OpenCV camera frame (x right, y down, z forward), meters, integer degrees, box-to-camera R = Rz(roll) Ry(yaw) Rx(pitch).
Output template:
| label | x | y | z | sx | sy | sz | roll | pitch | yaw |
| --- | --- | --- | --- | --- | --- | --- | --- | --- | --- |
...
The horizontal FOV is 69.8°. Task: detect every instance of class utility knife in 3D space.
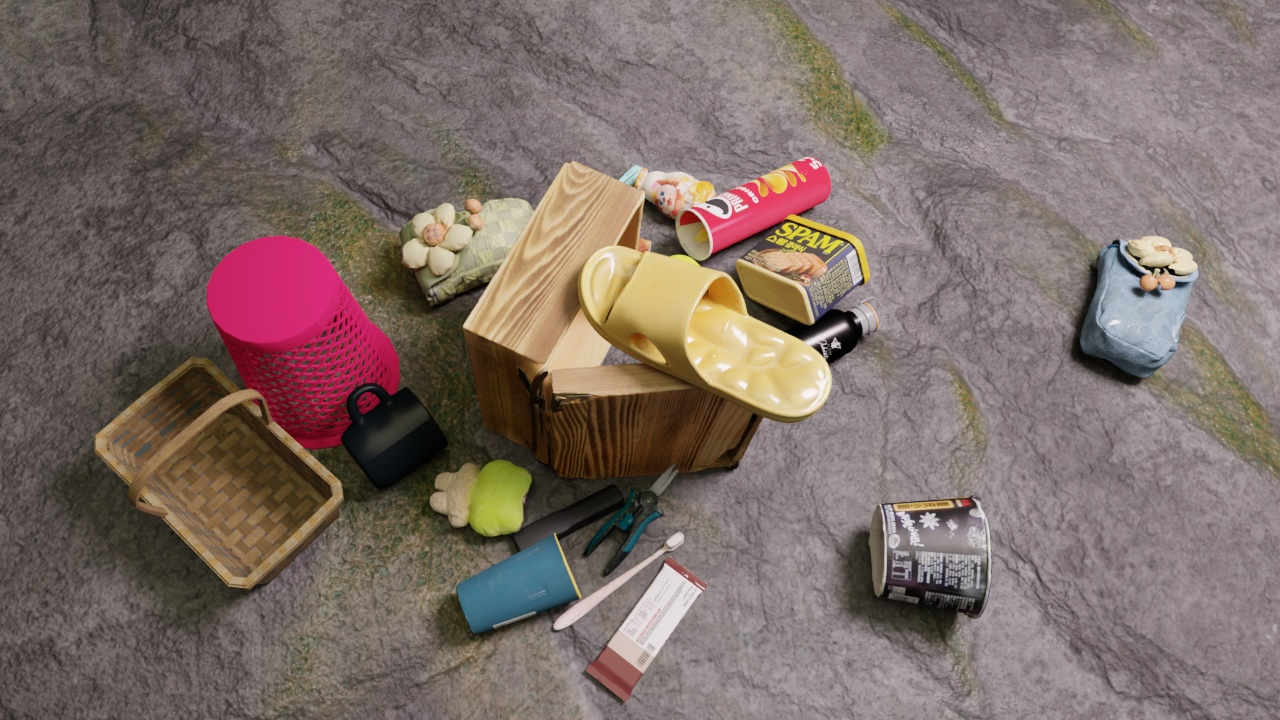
| label | x | y | z | sx | sy | sz | roll | pitch | yaw |
| --- | --- | --- | --- | --- | --- | --- | --- | --- | --- |
| utility knife | -0.058 | -0.210 | 1.259 | 0.022 | 0.016 | 0.179 | 42 | 72 | 14 |

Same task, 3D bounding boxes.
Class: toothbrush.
| label | x | y | z | sx | sy | sz | roll | pitch | yaw |
| --- | --- | --- | --- | --- | --- | --- | --- | --- | --- |
| toothbrush | -0.023 | 0.251 | 1.043 | 0.181 | 0.018 | 0.015 | -33 | 71 | -17 |

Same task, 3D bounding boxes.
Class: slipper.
| label | x | y | z | sx | sy | sz | roll | pitch | yaw |
| --- | --- | --- | --- | --- | --- | --- | --- | --- | --- |
| slipper | 0.056 | -0.031 | 0.846 | 0.263 | 0.078 | 0.099 | 29 | 69 | 9 |

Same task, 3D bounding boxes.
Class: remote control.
| label | x | y | z | sx | sy | sz | roll | pitch | yaw |
| --- | --- | --- | --- | --- | --- | --- | --- | --- | --- |
| remote control | -0.083 | 0.185 | 1.070 | 0.136 | 0.015 | 0.032 | -25 | 69 | -15 |

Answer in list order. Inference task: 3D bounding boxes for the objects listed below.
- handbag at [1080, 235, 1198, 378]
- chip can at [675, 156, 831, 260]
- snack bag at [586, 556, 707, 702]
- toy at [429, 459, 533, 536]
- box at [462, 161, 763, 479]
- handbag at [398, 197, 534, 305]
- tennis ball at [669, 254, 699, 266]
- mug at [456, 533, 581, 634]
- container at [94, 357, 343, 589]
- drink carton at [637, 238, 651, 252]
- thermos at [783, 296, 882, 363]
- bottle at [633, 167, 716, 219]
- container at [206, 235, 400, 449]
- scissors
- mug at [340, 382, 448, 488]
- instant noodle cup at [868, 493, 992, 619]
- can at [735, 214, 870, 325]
| label | x | y | z | sx | sy | sz | roll | pitch | yaw |
| --- | --- | --- | --- | --- | --- | --- | --- | --- | --- |
| handbag | 0.652 | -0.082 | 1.192 | 0.122 | 0.119 | 0.191 | 28 | 61 | 8 |
| chip can | 0.153 | -0.205 | 1.219 | 0.220 | 0.069 | 0.069 | -27 | 69 | -27 |
| snack bag | 0.008 | 0.297 | 1.026 | 0.057 | 0.013 | 0.157 | 35 | 68 | 9 |
| toy | -0.184 | 0.157 | 1.060 | 0.115 | 0.046 | 0.092 | 5 | 64 | 6 |
| box | -0.012 | 0.020 | 1.011 | 0.315 | 0.280 | 0.281 | 27 | 66 | 6 |
| handbag | -0.215 | -0.157 | 1.164 | 0.186 | 0.117 | 0.113 | -23 | 69 | -12 |
| tennis ball | 0.049 | -0.104 | 1.187 | 0.065 | 0.065 | 0.065 | 2 | 65 | -4 |
| mug | -0.135 | 0.250 | 1.007 | 0.121 | 0.078 | 0.078 | -23 | 69 | -8 |
| container | -0.451 | 0.113 | 0.982 | 0.250 | 0.187 | 0.157 | 39 | 68 | 13 |
| drink carton | -0.056 | -0.138 | 1.205 | 0.130 | 0.040 | 0.064 | 15 | 71 | 2 |
| thermos | 0.212 | -0.018 | 1.161 | 0.231 | 0.061 | 0.061 | -25 | 69 | -15 |
| bottle | 0.046 | -0.226 | 1.245 | 0.108 | 0.063 | 0.063 | 22 | 65 | 7 |
| container | -0.382 | -0.025 | 1.030 | 0.183 | 0.226 | 0.183 | 2 | 65 | -4 |
| scissors | -0.013 | 0.179 | 1.055 | 0.140 | 0.019 | 0.128 | -8 | 80 | 8 |
| mug | -0.292 | 0.078 | 1.051 | 0.094 | 0.122 | 0.085 | -37 | 34 | -19 |
| instant noodle cup | 0.320 | 0.215 | 1.027 | 0.112 | 0.137 | 0.137 | 2 | 65 | 6 |
| can | 0.205 | -0.116 | 1.173 | 0.104 | 0.075 | 0.135 | -39 | 40 | -17 |
